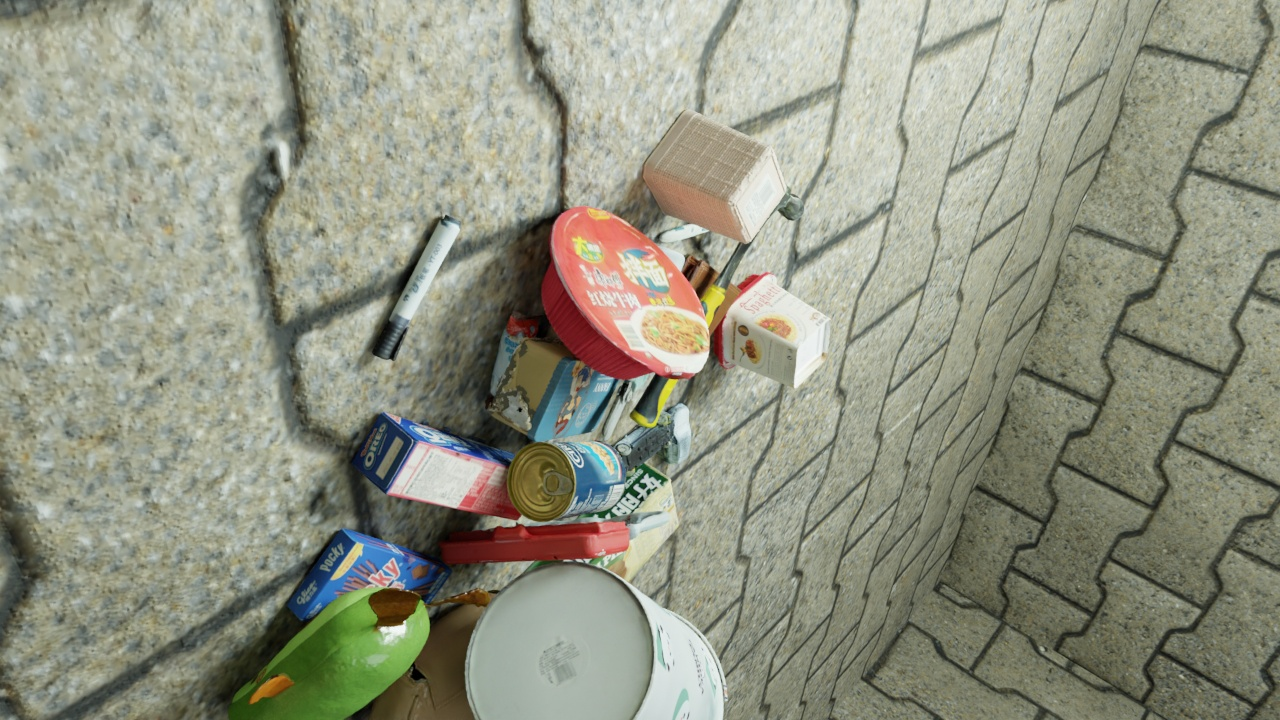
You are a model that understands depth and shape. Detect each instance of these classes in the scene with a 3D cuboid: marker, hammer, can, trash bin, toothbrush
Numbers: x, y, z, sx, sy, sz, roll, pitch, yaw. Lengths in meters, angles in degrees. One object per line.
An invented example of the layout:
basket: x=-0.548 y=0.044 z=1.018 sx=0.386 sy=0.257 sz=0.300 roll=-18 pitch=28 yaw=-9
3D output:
marker: x=-0.182 y=-0.059 z=0.753 sx=0.022 sy=0.018 sz=0.131 roll=28 pitch=93 yaw=-16
hammer: x=0.077 y=-0.066 z=1.060 sx=0.126 sy=0.032 sz=0.323 roll=20 pitch=103 yaw=-56
can: x=-0.070 y=0.117 z=0.909 sx=0.111 sy=0.075 sz=0.075 roll=8 pitch=109 yaw=-64
trash bin: x=-0.045 y=0.328 z=0.930 sx=0.229 sy=0.230 sz=0.252 roll=-51 pitch=150 yaw=-15
toothbrush: x=0.084 y=-0.160 z=1.065 sx=0.191 sy=0.018 sz=0.016 roll=-21 pitch=133 yaw=-43

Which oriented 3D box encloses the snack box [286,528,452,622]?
snack box: x=-0.253 y=0.216 z=0.876 sx=0.084 sy=0.026 sz=0.157 roll=-55 pitch=149 yaw=-5

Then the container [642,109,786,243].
container: x=0.079 y=-0.185 z=0.940 sx=0.089 sy=0.111 sz=0.090 roll=-54 pitch=149 yaw=-10

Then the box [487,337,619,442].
box: x=-0.077 y=0.027 z=0.912 sx=0.090 sy=0.059 sz=0.184 roll=-65 pitch=162 yaw=9

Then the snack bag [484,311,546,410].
snack bag: x=-0.123 y=-0.002 z=0.882 sx=0.045 sy=0.026 sz=0.105 roll=-16 pitch=131 yaw=-57

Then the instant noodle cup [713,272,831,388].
instant noodle cup: x=0.173 y=-0.035 z=1.192 sx=0.116 sy=0.124 sz=0.117 roll=-40 pitch=144 yaw=-31

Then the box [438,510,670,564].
box: x=-0.087 y=0.182 z=0.946 sx=0.157 sy=0.201 sz=0.038 roll=7 pitch=75 yaw=-57

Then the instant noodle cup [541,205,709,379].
instant noodle cup: x=-0.024 y=-0.051 z=0.870 sx=0.066 sy=0.193 sz=0.193 roll=-41 pitch=160 yaw=31

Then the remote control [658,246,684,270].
remote control: x=0.006 y=-0.062 z=1.026 sx=0.055 sy=0.020 sz=0.136 roll=6 pitch=111 yaw=-56

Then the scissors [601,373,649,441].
scissors: x=-0.007 y=0.005 z=0.964 sx=0.139 sy=0.019 sz=0.179 roll=95 pitch=19 yaw=-53

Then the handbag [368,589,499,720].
handbag: x=-0.206 y=0.333 z=0.970 sx=0.204 sy=0.100 sz=0.148 roll=-26 pitch=136 yaw=-57

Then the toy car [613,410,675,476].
toy car: x=0.001 y=0.103 z=1.147 sx=0.105 sy=0.031 sz=0.049 roll=-36 pitch=138 yaw=-27

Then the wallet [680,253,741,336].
wallet: x=0.065 y=-0.063 z=1.105 sx=0.101 sy=0.032 sz=0.124 roll=-59 pitch=149 yaw=4

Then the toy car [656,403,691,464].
toy car: x=0.047 y=0.098 z=1.212 sx=0.042 sy=0.034 sz=0.091 roll=-30 pitch=137 yaw=-36

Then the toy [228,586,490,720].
toy: x=-0.259 y=0.261 z=0.795 sx=0.247 sy=0.090 sz=0.227 roll=-37 pitch=163 yaw=7

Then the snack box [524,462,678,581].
snack box: x=-0.052 y=0.247 z=1.163 sx=0.239 sy=0.063 sz=0.115 roll=-44 pitch=146 yaw=-25

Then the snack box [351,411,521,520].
snack box: x=-0.175 y=0.103 z=0.866 sx=0.058 sy=0.057 sz=0.207 roll=-58 pitch=150 yaw=0
